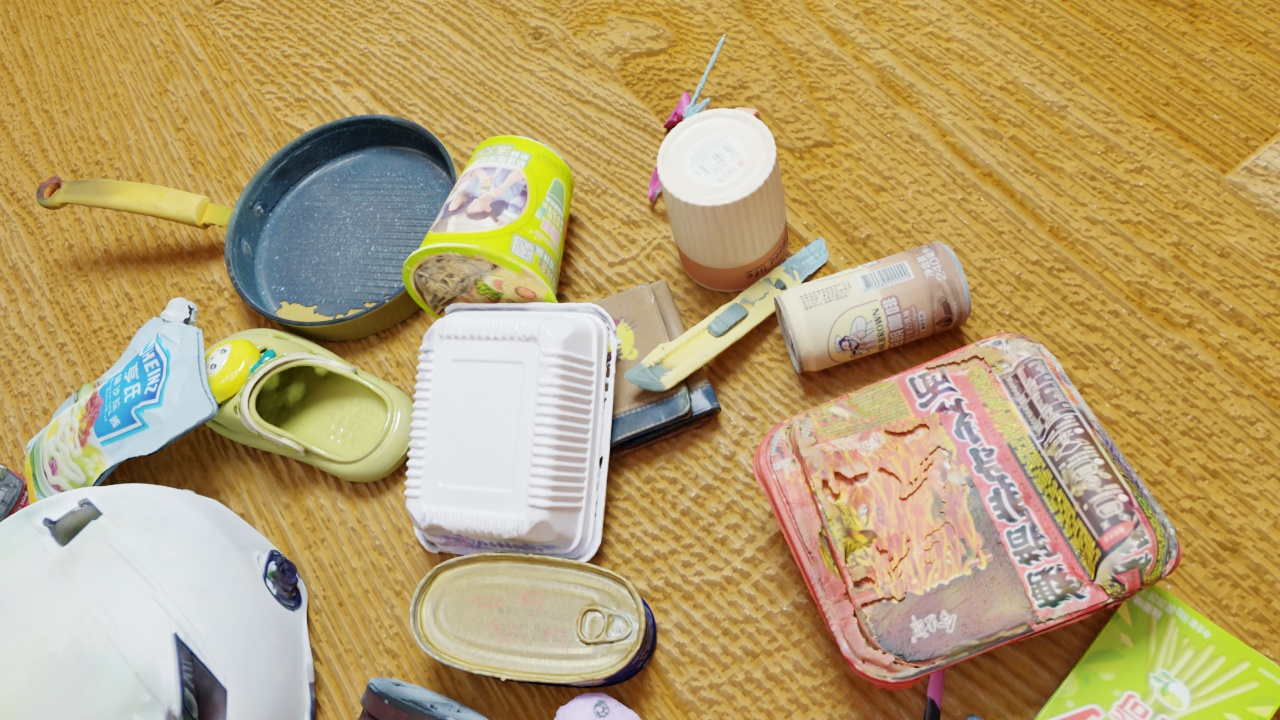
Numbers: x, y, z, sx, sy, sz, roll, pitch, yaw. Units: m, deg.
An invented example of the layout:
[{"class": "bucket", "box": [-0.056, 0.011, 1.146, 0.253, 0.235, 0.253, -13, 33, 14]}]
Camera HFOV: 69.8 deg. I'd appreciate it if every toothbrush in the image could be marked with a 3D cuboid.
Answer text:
[{"class": "toothbrush", "box": [0.151, 0.234, 0.486, 0.014, 0.018, 0.188, 33, 58, -21]}]

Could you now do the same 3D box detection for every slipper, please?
[{"class": "slipper", "box": [-0.249, 0.022, 0.659, 0.191, 0.082, 0.091, 19, 68, 18]}]

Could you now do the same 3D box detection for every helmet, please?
[{"class": "helmet", "box": [-0.335, 0.185, 0.562, 0.229, 0.146, 0.258, -40, 63, -7]}]

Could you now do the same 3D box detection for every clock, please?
[{"class": "clock", "box": [-0.119, 0.228, 0.527, 0.122, 0.082, 0.055, 16, 74, 27]}]

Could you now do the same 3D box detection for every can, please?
[{"class": "can", "box": [-0.065, 0.161, 0.565, 0.148, 0.049, 0.074, 1, 66, 14]}, {"class": "can", "box": [0.151, -0.034, 0.603, 0.116, 0.058, 0.058, -18, 62, 4]}]

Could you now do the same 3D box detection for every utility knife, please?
[{"class": "utility knife", "box": [0.067, -0.032, 0.630, 0.187, 0.020, 0.031, -35, 74, -27]}]

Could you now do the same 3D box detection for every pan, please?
[{"class": "pan", "box": [-0.314, -0.118, 0.740, 0.358, 0.078, 0.197, 2, 65, 14]}]

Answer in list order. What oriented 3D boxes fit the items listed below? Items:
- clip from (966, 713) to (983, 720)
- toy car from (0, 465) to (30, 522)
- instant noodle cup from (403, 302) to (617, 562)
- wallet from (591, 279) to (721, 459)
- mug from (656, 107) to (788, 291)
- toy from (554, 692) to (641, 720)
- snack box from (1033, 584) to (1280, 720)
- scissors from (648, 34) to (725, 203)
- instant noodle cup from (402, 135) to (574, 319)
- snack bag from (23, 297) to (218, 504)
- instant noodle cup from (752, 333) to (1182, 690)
[{"class": "clip", "box": [0.175, 0.221, 0.499, 0.027, 0.045, 0.058, 36, 87, 20]}, {"class": "toy car", "box": [-0.519, 0.099, 0.702, 0.120, 0.045, 0.052, 16, 67, 14]}, {"class": "instant noodle cup", "box": [-0.091, 0.043, 0.594, 0.138, 0.060, 0.173, 2, 84, 18]}, {"class": "wallet", "box": [-0.004, 0.004, 0.638, 0.090, 0.033, 0.115, -21, 59, 3]}, {"class": "mug", "box": [0.063, -0.123, 0.639, 0.082, 0.106, 0.114, 13, 69, 18]}, {"class": "toy", "box": [-0.011, 0.239, 0.519, 0.108, 0.039, 0.083, 40, 74, 18]}, {"class": "snack box", "box": [0.259, 0.202, 0.485, 0.086, 0.026, 0.156, 38, 78, 26]}, {"class": "scissors", "box": [0.034, -0.182, 0.683, 0.017, 0.134, 0.130, 20, 34, -10]}, {"class": "instant noodle cup", "box": [-0.099, -0.095, 0.669, 0.112, 0.112, 0.123, 5, 58, 15]}, {"class": "snack bag", "box": [-0.378, 0.039, 0.667, 0.191, 0.039, 0.110, -35, 51, 20]}, {"class": "instant noodle cup", "box": [0.175, 0.087, 0.526, 0.189, 0.079, 0.164, -21, 59, 1]}]
